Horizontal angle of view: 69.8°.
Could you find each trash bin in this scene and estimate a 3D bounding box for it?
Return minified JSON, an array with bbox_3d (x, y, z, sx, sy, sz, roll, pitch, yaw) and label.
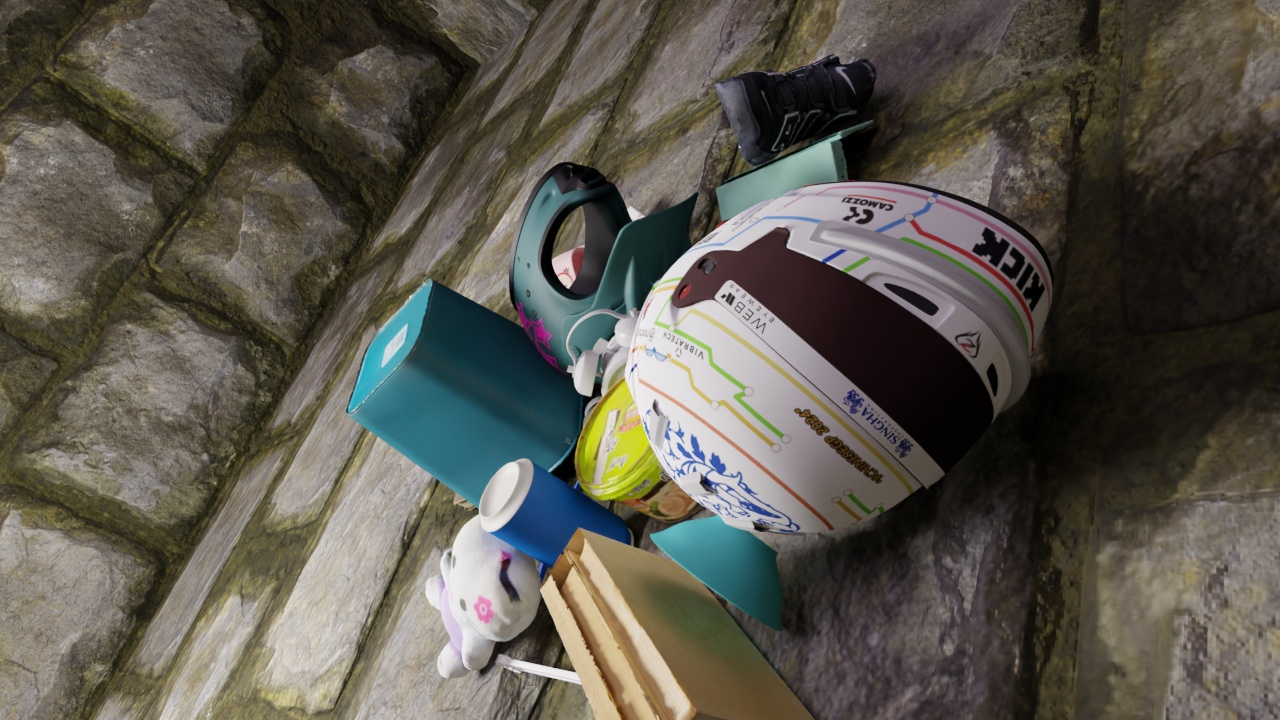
[{"bbox_3d":[-0.213,0.038,1.114,0.197,0.218,0.198,-40,30,26],"label":"trash bin"}]

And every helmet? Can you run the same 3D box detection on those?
[{"bbox_3d":[0.116,0.011,0.668,0.235,0.231,0.315,-54,20,-10],"label":"helmet"},{"bbox_3d":[-0.032,-0.091,1.040,0.176,0.200,0.275,-31,-34,-37],"label":"helmet"}]

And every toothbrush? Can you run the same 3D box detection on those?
[{"bbox_3d":[-0.094,0.196,1.038,0.011,0.016,0.186,-22,38,50],"label":"toothbrush"}]

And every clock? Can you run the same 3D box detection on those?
[{"bbox_3d":[-0.006,0.006,0.961,0.120,0.159,0.061,-41,21,24],"label":"clock"}]

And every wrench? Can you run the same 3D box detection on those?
[{"bbox_3d":[-0.065,0.292,0.846,0.274,0.047,0.009,-16,45,54],"label":"wrench"}]

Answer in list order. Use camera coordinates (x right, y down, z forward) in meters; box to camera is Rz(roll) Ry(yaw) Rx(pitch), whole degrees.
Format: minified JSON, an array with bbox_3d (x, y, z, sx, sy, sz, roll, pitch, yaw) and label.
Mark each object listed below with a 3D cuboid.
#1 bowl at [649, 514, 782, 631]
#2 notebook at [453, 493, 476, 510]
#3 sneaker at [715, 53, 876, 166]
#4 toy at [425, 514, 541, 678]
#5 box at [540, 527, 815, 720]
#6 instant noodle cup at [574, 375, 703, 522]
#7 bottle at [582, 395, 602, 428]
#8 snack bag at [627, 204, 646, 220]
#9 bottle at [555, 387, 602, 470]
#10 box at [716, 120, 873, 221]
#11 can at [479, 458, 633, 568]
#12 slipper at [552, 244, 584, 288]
[{"bbox_3d":[0.070,0.150,0.701,0.046,0.121,0.121,-55,26,-4],"label":"bowl"},{"bbox_3d":[-0.165,0.088,1.258,0.191,0.034,0.214,-28,36,40],"label":"notebook"},{"bbox_3d":[0.184,-0.290,1.016,0.151,0.097,0.251,-18,8,26],"label":"sneaker"},{"bbox_3d":[-0.165,0.251,0.963,0.210,0.085,0.137,-53,45,47],"label":"toy"},{"bbox_3d":[0.022,0.224,0.685,0.092,0.128,0.249,-54,26,1],"label":"box"},{"bbox_3d":[0.016,0.085,0.894,0.146,0.098,0.146,-38,32,29],"label":"instant noodle cup"},{"bbox_3d":[-0.031,0.083,1.017,0.060,0.060,0.108,-48,27,11],"label":"bottle"},{"bbox_3d":[-0.028,-0.169,1.340,0.116,0.036,0.077,-50,27,7],"label":"snack bag"},{"bbox_3d":[-0.072,0.077,1.122,0.123,0.033,0.033,-53,26,1],"label":"bottle"},{"bbox_3d":[0.178,-0.205,1.057,0.112,0.078,0.188,-36,15,-37],"label":"box"},{"bbox_3d":[-0.083,0.162,0.907,0.079,0.146,0.078,-39,30,27],"label":"can"},{"bbox_3d":[-0.074,-0.115,1.284,0.222,0.055,0.106,-25,80,32],"label":"slipper"}]
